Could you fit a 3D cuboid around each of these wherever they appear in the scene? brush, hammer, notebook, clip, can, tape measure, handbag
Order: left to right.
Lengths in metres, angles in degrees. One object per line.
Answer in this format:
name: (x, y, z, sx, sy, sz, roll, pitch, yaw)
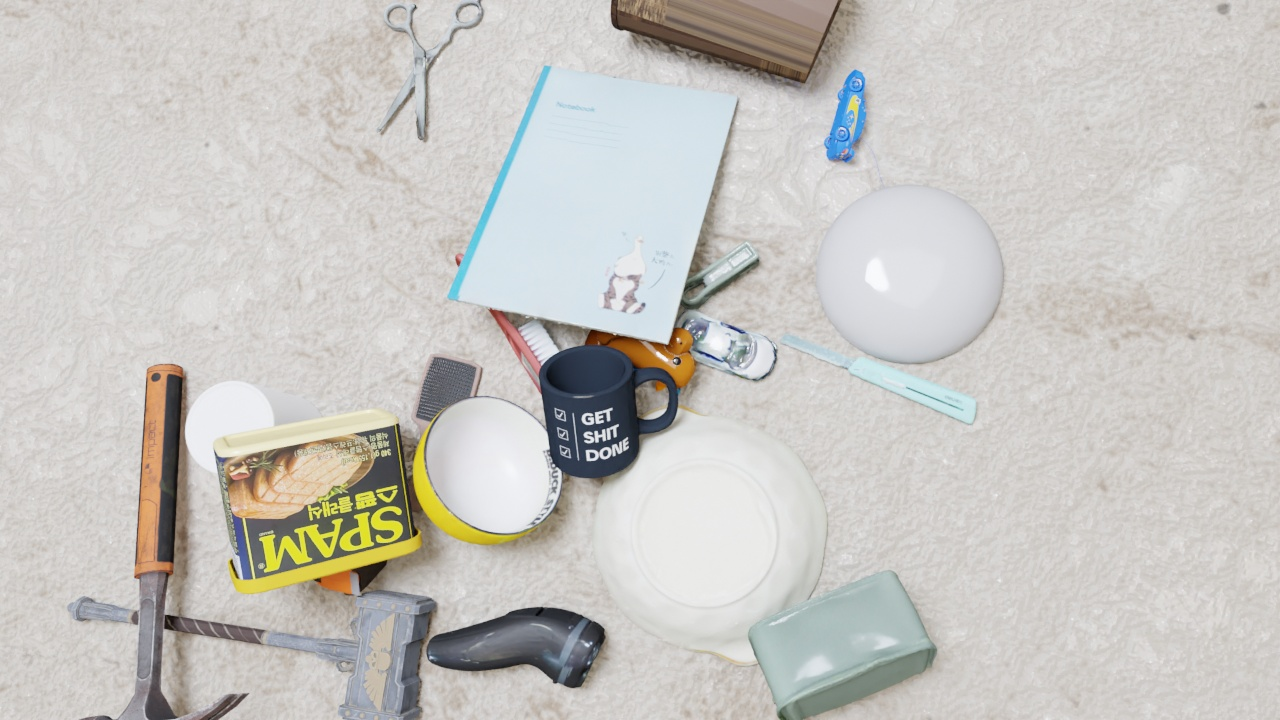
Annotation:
hammer: (-0.389, 0.151, 0.757, 0.138, 0.035, 0.314, -11, 70, 9)
hammer: (-0.334, 0.226, 0.762, 0.322, 0.044, 0.098, 5, 81, 10)
can: (-0.243, 0.101, 0.691, 0.135, 0.075, 0.104, -11, 100, -28)
tape measure: (-0.241, 0.165, 0.748, 0.059, 0.058, 0.038, 6, 112, 12)
brush: (-0.176, 0.061, 0.779, 0.050, 0.015, 0.135, 14, 83, 10)
brush: (-0.102, -0.027, 0.776, 0.030, 0.041, 0.172, -31, 75, -17)
notebook: (-0.034, -0.138, 0.756, 0.181, 0.009, 0.252, 11, 64, 10)
clip: (0.064, -0.070, 0.764, 0.076, 0.042, 0.023, -34, 76, 1)
handbag: (0.144, 0.211, 0.670, 0.122, 0.106, 0.067, -23, 55, 2)

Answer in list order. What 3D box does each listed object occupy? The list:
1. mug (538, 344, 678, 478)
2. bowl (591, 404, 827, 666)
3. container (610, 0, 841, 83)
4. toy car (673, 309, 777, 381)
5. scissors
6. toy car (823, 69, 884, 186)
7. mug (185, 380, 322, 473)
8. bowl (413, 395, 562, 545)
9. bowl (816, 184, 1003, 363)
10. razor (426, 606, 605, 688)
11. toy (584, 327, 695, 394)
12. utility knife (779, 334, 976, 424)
mug: (-0.022, 0.036, 0.711, 0.105, 0.071, 0.077, -9, 123, -7)
bowl: (0.051, 0.134, 0.716, 0.188, 0.060, 0.219, -29, 78, 2)
container: (0.078, -0.308, 0.756, 0.167, 0.132, 0.132, 24, 84, 4)
toy car: (0.068, -0.013, 0.754, 0.090, 0.027, 0.038, 20, 82, 10)
scissors: (-0.187, -0.277, 0.837, 0.158, 0.014, 0.141, -25, 76, 2)
toy car: (0.191, -0.190, 0.770, 0.062, 0.033, 0.092, 16, 88, -6)
mug: (-0.304, 0.074, 0.754, 0.074, 0.090, 0.110, -36, 78, 0)
bowl: (-0.128, 0.094, 0.730, 0.117, 0.068, 0.117, 18, 52, -25)
bowl: (0.218, -0.074, 0.734, 0.149, 0.043, 0.149, -1, 83, 7)
razor: (-0.098, 0.230, 0.725, 0.140, 0.053, 0.063, -8, 87, 8)
toy: (-0.004, 0.004, 0.746, 0.090, 0.070, 0.103, 35, 117, 12)
utility knife: (0.191, 0.011, 0.742, 0.166, 0.015, 0.022, 22, 116, 11)
